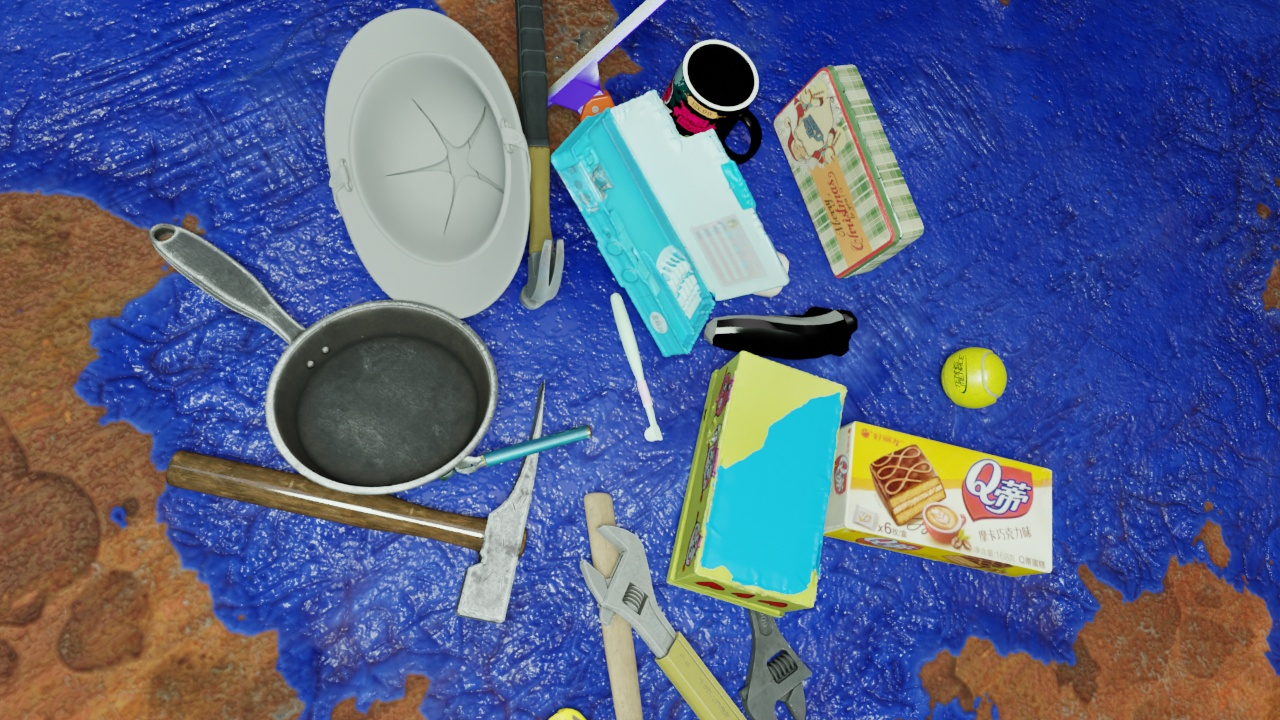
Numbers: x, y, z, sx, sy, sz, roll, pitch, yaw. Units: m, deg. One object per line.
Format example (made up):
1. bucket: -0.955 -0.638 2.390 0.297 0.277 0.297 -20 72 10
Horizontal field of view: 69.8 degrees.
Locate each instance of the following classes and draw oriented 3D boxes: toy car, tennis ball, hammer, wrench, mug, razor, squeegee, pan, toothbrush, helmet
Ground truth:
1. toy car: -0.043 0.344 0.779 0.107 0.030 0.049 46 66 -1
2. tennis ball: 0.356 0.018 0.979 0.065 0.065 0.065 5 72 -15
3. hammer: -0.237 0.089 0.795 0.300 0.037 0.217 15 70 -11
4. wrench: 0.107 0.212 0.872 0.073 0.018 0.273 -6 74 -19
5. mug: 0.079 -0.258 0.963 0.081 0.098 0.118 -41 88 -23
6. razor: -0.111 0.078 0.804 0.143 0.022 0.042 -11 40 -22
7. wrench: 0.037 0.265 0.815 0.273 0.018 0.083 53 44 -5
8. squeegee: -0.012 -0.215 0.923 0.250 0.055 0.185 -39 118 12
9. hammer: -0.098 -0.220 0.854 0.025 0.118 0.333 -2 85 -17
10. pan: -0.284 -0.014 0.787 0.357 0.055 0.186 31 60 14
11. razor: 0.141 -0.027 0.939 0.156 0.057 0.060 -6 44 -19
12. hammer: -0.012 0.275 0.792 0.119 0.031 0.330 9 64 -39
13. toothbrush: -0.005 0.005 0.902 0.022 0.015 0.154 0 70 -49
14. helmet: -0.179 -0.176 0.856 0.183 0.117 0.271 -11 96 10

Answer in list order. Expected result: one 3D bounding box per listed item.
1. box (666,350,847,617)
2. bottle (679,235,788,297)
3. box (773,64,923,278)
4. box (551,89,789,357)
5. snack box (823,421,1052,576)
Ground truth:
1. box: 0.111 0.116 0.858 0.124 0.081 0.220 17 69 -11
2. bottle: 0.078 -0.106 0.942 0.146 0.051 0.051 16 69 -11
3. box: 0.218 -0.200 0.978 0.049 0.118 0.205 -15 80 -23
4. box: 0.035 -0.126 0.839 0.227 0.122 0.097 59 37 -26
5. snack box: 0.299 0.141 0.927 0.230 0.062 0.110 14 70 -12
